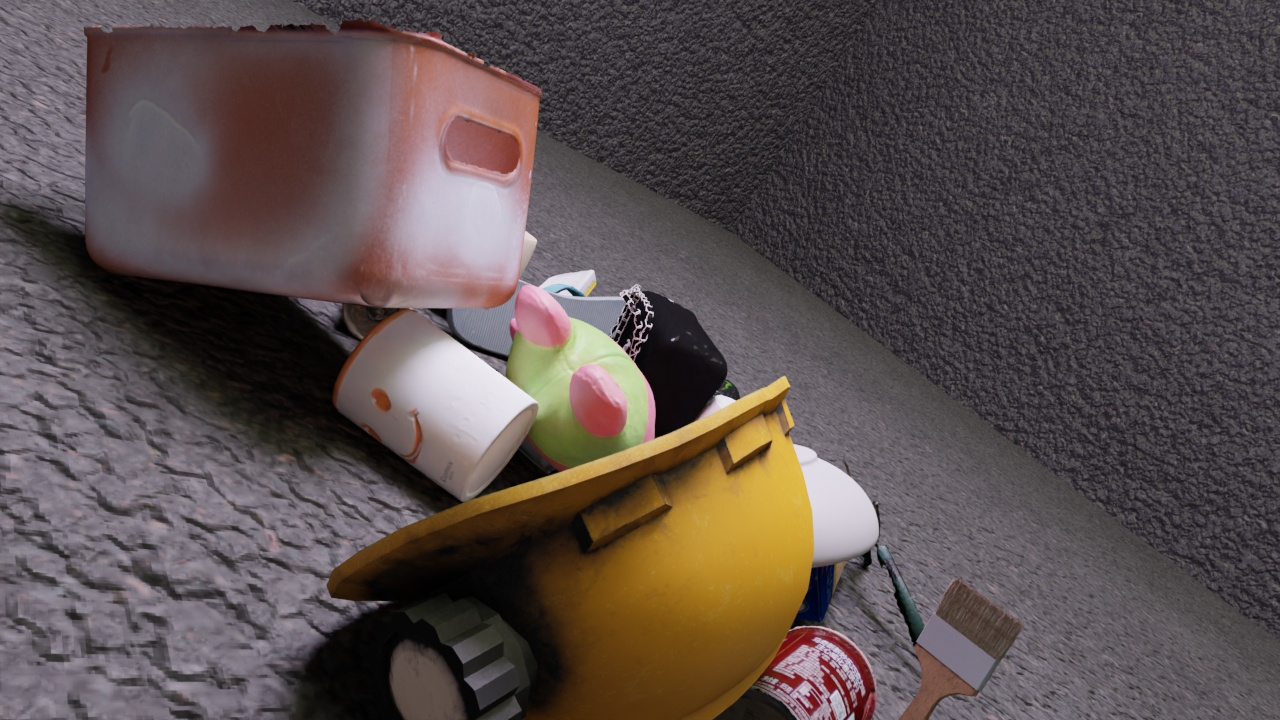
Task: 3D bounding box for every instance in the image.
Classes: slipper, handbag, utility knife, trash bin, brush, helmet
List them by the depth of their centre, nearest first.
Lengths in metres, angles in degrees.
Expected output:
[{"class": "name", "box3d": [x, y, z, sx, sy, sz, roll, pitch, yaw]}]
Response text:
[{"class": "helmet", "box3d": [-0.003, 0.111, 0.440, 0.254, 0.206, 0.131, -15, 76, -51]}, {"class": "brush", "box3d": [0.164, 0.198, 0.526, 0.008, 0.143, 0.045, 19, 11, -45]}, {"class": "trash bin", "box3d": [-0.212, -0.120, 0.605, 0.260, 0.157, 0.181, 7, 5, 20]}, {"class": "utility knife", "box3d": [-0.129, 0.032, 0.723, 0.176, 0.015, 0.022, 38, 7, 21]}, {"class": "handbag", "box3d": [-0.005, 0.005, 0.852, 0.114, 0.125, 0.153, 27, 14, -22]}, {"class": "slipper", "box3d": [-0.078, -0.028, 0.918, 0.268, 0.098, 0.055, 10, 3, -38]}]

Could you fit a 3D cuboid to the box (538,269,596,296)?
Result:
[{"class": "box", "box3d": [-0.094, -0.065, 1.065, 0.067, 0.070, 0.210, 12, 14, 1]}]

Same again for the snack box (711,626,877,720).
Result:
[{"class": "snack box", "box3d": [0.081, 0.196, 0.505, 0.072, 0.072, 0.121, 38, 16, 23]}]

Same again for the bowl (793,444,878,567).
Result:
[{"class": "bowl", "box3d": [0.088, 0.099, 0.687, 0.176, 0.066, 0.176, -1, 5, 0]}]

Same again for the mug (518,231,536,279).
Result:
[{"class": "mug", "box3d": [-0.174, -0.101, 0.906, 0.120, 0.100, 0.096, 36, 12, 39]}]

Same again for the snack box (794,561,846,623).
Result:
[{"class": "snack box", "box3d": [0.136, 0.156, 0.759, 0.056, 0.057, 0.206, 1, 5, 19]}]

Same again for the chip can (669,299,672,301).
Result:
[{"class": "chip can", "box3d": [0.006, -0.029, 1.103, 0.069, 0.069, 0.220, 33, 15, 2]}]

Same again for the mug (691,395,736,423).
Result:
[{"class": "mug", "box3d": [0.086, 0.094, 0.822, 0.114, 0.088, 0.081, 29, 15, -11]}]

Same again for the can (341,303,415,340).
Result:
[{"class": "can", "box3d": [-0.214, -0.061, 0.776, 0.054, 0.054, 0.135, 28, 15, -16]}]

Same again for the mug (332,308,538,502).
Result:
[{"class": "mug", "box3d": [-0.131, 0.029, 0.594, 0.105, 0.082, 0.082, 35, 15, 8]}]

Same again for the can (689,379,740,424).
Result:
[{"class": "can", "box3d": [0.076, 0.052, 1.011, 0.054, 0.054, 0.137, 34, 14, 8]}]

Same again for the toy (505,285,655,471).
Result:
[{"class": "toy", "box3d": [-0.038, 0.039, 0.693, 0.192, 0.097, 0.237, 59, -1, 23]}]

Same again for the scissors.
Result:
[{"class": "scissors", "box3d": [0.221, 0.191, 0.831, 0.202, 0.015, 0.203, 66, 6, -61]}]
